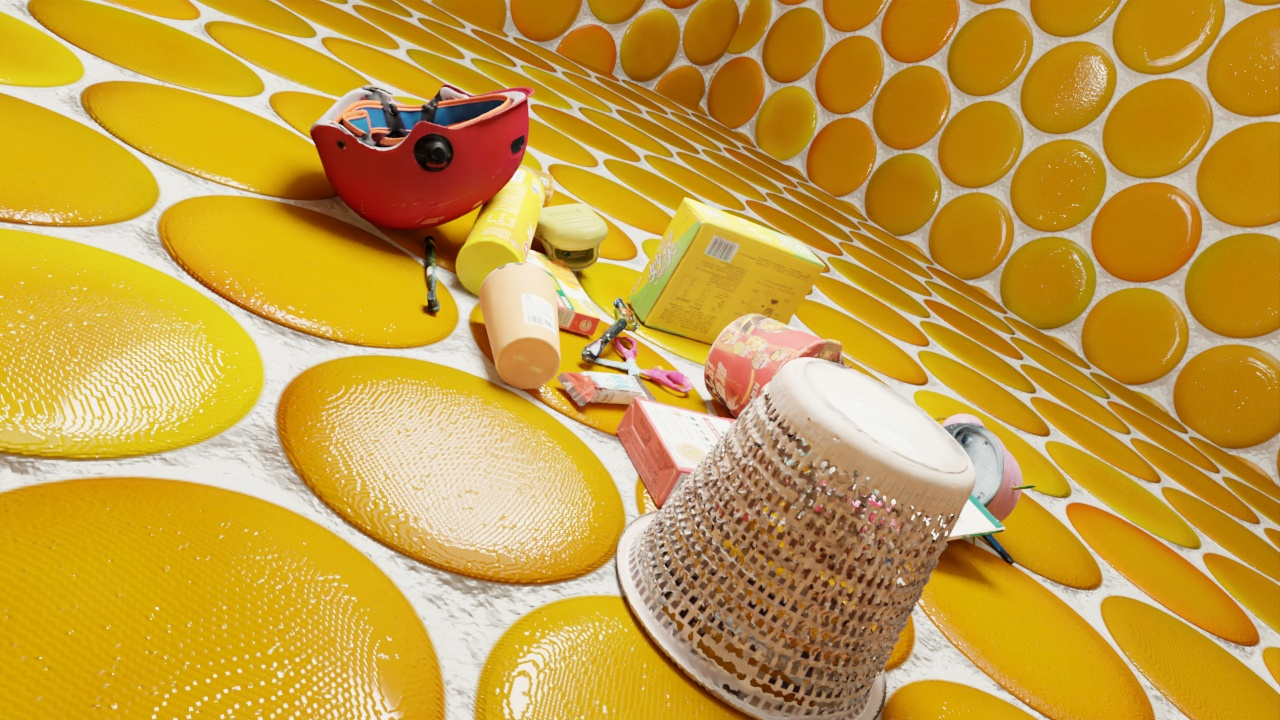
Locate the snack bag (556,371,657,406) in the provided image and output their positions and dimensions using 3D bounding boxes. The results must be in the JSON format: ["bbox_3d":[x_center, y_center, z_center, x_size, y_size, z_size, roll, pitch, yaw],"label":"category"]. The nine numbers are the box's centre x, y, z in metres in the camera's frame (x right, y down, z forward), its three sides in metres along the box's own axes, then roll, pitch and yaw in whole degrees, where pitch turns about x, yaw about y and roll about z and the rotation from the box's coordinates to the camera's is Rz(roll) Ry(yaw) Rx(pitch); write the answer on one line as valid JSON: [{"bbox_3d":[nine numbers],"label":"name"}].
[{"bbox_3d":[-0.030,0.028,0.897,0.104,0.026,0.048,5,37,-48],"label":"snack bag"}]

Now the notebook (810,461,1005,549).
[{"bbox_3d":[0.268,0.124,0.991,0.150,0.012,0.209,-4,32,-19],"label":"notebook"}]

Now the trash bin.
[{"bbox_3d":[0.123,0.114,0.657,0.227,0.192,0.227,24,21,-10],"label":"trash bin"}]

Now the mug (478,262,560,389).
[{"bbox_3d":[-0.111,-0.031,0.871,0.078,0.078,0.122,18,27,-24],"label":"mug"}]

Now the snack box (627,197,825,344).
[{"bbox_3d":[0.111,-0.101,1.187,0.209,0.158,0.070,14,29,-33],"label":"snack box"}]

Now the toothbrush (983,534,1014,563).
[{"bbox_3d":[0.384,0.173,1.092,0.014,0.016,0.189,8,29,-26],"label":"toothbrush"}]

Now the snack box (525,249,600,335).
[{"bbox_3d":[-0.106,-0.083,1.059,0.077,0.027,0.155,14,24,-30],"label":"snack box"}]

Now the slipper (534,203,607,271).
[{"bbox_3d":[-0.095,-0.153,1.175,0.091,0.082,0.190,-7,17,-15],"label":"slipper"}]

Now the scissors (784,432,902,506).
[{"bbox_3d":[0.185,0.113,0.921,0.178,0.019,0.170,0,46,-18],"label":"scissors"}]

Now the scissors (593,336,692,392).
[{"bbox_3d":[-0.006,0.005,0.999,0.133,0.017,0.135,13,28,-27],"label":"scissors"}]

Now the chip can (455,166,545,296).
[{"bbox_3d":[-0.155,-0.152,1.046,0.072,0.072,0.213,23,32,-13],"label":"chip can"}]

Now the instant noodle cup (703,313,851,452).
[{"bbox_3d":[0.142,0.020,0.999,0.137,0.138,0.108,6,22,-45],"label":"instant noodle cup"}]

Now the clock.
[{"bbox_3d":[0.361,0.123,1.042,0.059,0.117,0.158,27,20,-34],"label":"clock"}]

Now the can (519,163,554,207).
[{"bbox_3d":[-0.198,-0.261,1.315,0.146,0.058,0.058,15,25,-31],"label":"can"}]

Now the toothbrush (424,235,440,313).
[{"bbox_3d":[-0.220,-0.095,0.961,0.012,0.017,0.185,-15,31,-6],"label":"toothbrush"}]

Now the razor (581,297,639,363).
[{"bbox_3d":[-0.031,-0.032,0.998,0.042,0.022,0.142,54,29,-8],"label":"razor"}]

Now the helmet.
[{"bbox_3d":[-0.229,-0.222,1.014,0.240,0.144,0.206,-6,28,-3],"label":"helmet"}]

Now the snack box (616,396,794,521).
[{"bbox_3d":[0.056,0.091,0.832,0.127,0.044,0.113,14,24,-29],"label":"snack box"}]

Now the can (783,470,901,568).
[{"bbox_3d":[0.185,0.145,0.835,0.094,0.067,0.066,25,21,-8],"label":"can"}]
